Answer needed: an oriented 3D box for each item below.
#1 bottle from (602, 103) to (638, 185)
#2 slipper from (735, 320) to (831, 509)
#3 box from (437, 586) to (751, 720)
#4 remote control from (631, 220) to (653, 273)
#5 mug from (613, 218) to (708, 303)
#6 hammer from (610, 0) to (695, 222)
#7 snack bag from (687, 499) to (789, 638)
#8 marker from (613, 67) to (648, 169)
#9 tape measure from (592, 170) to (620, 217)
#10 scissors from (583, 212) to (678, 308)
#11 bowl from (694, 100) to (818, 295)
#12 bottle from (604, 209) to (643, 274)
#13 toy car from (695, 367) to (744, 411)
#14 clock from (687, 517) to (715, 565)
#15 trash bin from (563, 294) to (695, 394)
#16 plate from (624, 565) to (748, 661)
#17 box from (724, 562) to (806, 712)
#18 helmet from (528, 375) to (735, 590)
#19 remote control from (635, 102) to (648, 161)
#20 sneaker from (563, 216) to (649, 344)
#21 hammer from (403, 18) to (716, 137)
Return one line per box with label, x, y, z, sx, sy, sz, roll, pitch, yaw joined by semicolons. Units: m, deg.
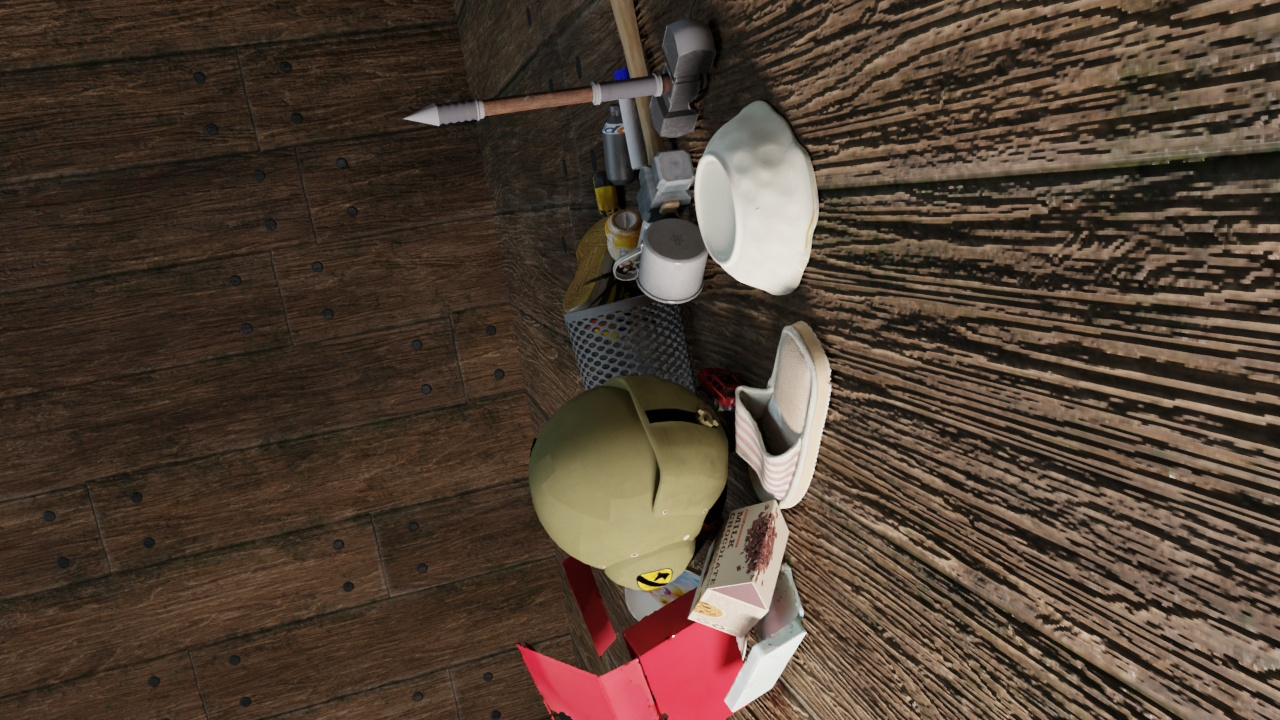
bottle;-0.029;-0.305;1.299;0.047;0.047;0.112;-127;28;-60
slipper;0.137;0.065;0.943;0.264;0.052;0.115;96;156;-51
box;-0.046;0.436;1.176;0.123;0.378;0.212;-105;-1;-56
remote control;0.017;-0.142;1.271;0.050;0.011;0.136;37;153;12
mug;0.025;-0.121;1.108;0.071;0.113;0.084;99;171;-50
hammer;0.003;-0.339;1.155;0.117;0.051;0.322;128;132;-72
snack bag;0.116;0.235;1.038;0.207;0.070;0.094;103;-173;-61
marker;-0.012;-0.331;1.258;0.027;0.023;0.133;-6;96;55
tape measure;-0.052;-0.263;1.436;0.065;0.037;0.064;-99;-1;-62
scissors;-0.002;-0.126;1.163;0.012;0.170;0.158;49;128;20
bowl;0.099;-0.152;0.898;0.219;0.060;0.188;-171;71;-76
bottle;-0.017;-0.166;1.332;0.109;0.063;0.063;83;168;-54
toy car;0.098;0.032;1.088;0.091;0.042;0.036;-134;42;-64
clock;0.048;0.250;1.287;0.073;0.121;0.158;39;146;7
trash bin;-0.007;0.007;1.259;0.156;0.156;0.183;-175;71;-76
plate;0.063;0.333;1.247;0.187;0.016;0.187;21;137;21
box;0.146;0.336;1.095;0.198;0.078;0.122;99;174;-52
helmet;-0.002;0.130;1.073;0.233;0.255;0.250;88;162;-56
remote control;0.016;-0.280;1.220;0.045;0.008;0.146;157;101;-76
sneaker;-0.041;-0.124;1.431;0.122;0.086;0.237;44;-142;-28
hammer;-0.084;-0.278;0.968;0.156;0.322;0.043;107;149;-63
